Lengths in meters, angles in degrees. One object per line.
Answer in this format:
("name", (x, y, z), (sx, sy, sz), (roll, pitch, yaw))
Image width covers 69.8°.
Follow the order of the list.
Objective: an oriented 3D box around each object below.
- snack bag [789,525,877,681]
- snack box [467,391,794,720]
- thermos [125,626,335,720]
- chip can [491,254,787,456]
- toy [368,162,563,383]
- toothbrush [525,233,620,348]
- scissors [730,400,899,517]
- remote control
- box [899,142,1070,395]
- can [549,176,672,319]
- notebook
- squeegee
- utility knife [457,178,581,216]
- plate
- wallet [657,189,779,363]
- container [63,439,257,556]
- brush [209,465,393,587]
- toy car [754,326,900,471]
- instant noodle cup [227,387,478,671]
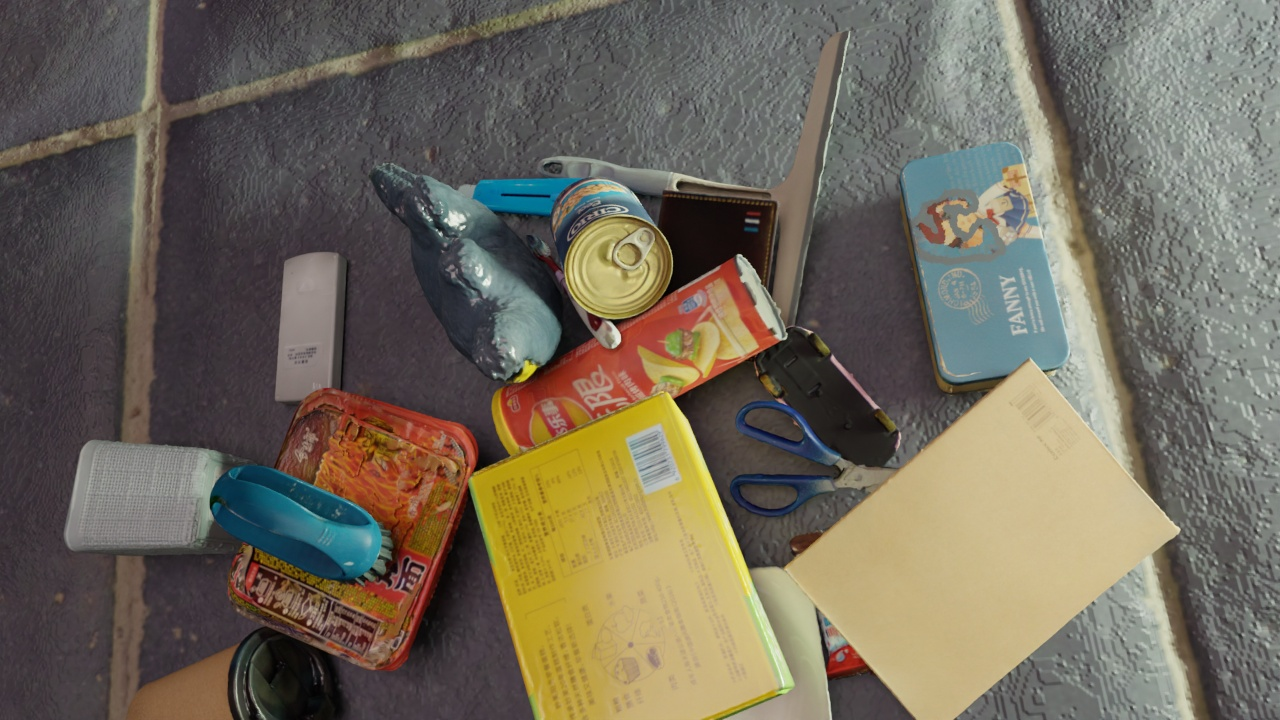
("snack bag", (0.136, 0.167, 0.631), (0.045, 0.026, 0.105), (-17, 71, 11))
("snack box", (-0.010, 0.148, 0.617), (0.158, 0.070, 0.210), (-24, 67, 6))
("thermos", (-0.314, 0.260, 0.699), (0.143, 0.093, 0.093), (-20, 71, 18))
("chip can", (-0.004, 0.004, 0.671), (0.217, 0.073, 0.073), (-30, 69, 16))
("toy", (-0.127, -0.062, 0.696), (0.091, 0.138, 0.356), (-45, 42, 3))
("toothbrush", (-0.055, -0.057, 0.699), (0.016, 0.017, 0.187), (-39, 38, 0))
("scissors", (0.139, 0.071, 0.637), (0.170, 0.012, 0.146), (-27, 91, 26))
("remote control", (-0.287, -0.029, 0.802), (0.056, 0.019, 0.135), (-7, 74, 13))
("box", (0.239, -0.058, 0.648), (0.090, 0.059, 0.184), (-12, 71, 12))
("can", (-0.025, -0.086, 0.673), (0.075, 0.075, 0.111), (-32, 27, 5))
("notebook", (0.221, 0.122, 0.597), (0.211, 0.012, 0.149), (-41, 92, 1))
("squeegee", (0.029, -0.140, 0.738), (0.247, 0.039, 0.246), (12, 97, 25))
("utility knife", (-0.091, -0.136, 0.766), (0.166, 0.018, 0.034), (7, 100, 29))
("plate", (0.048, 0.230, 0.634), (0.164, 0.034, 0.163), (-8, 73, 13))
("wallet", (0.052, -0.064, 0.698), (0.096, 0.020, 0.122), (11, 99, 25))
("container", (-0.387, 0.116, 0.756), (0.111, 0.090, 0.090), (0, 75, 11))
("brush", (-0.244, 0.111, 0.640), (0.144, 0.073, 0.055), (18, 71, 21))
("toy car", (0.134, 0.030, 0.664), (0.056, 0.037, 0.122), (-41, 82, 8))
("instant noodle cup", (-0.211, 0.125, 0.709), (0.165, 0.079, 0.188), (16, 81, 18))
